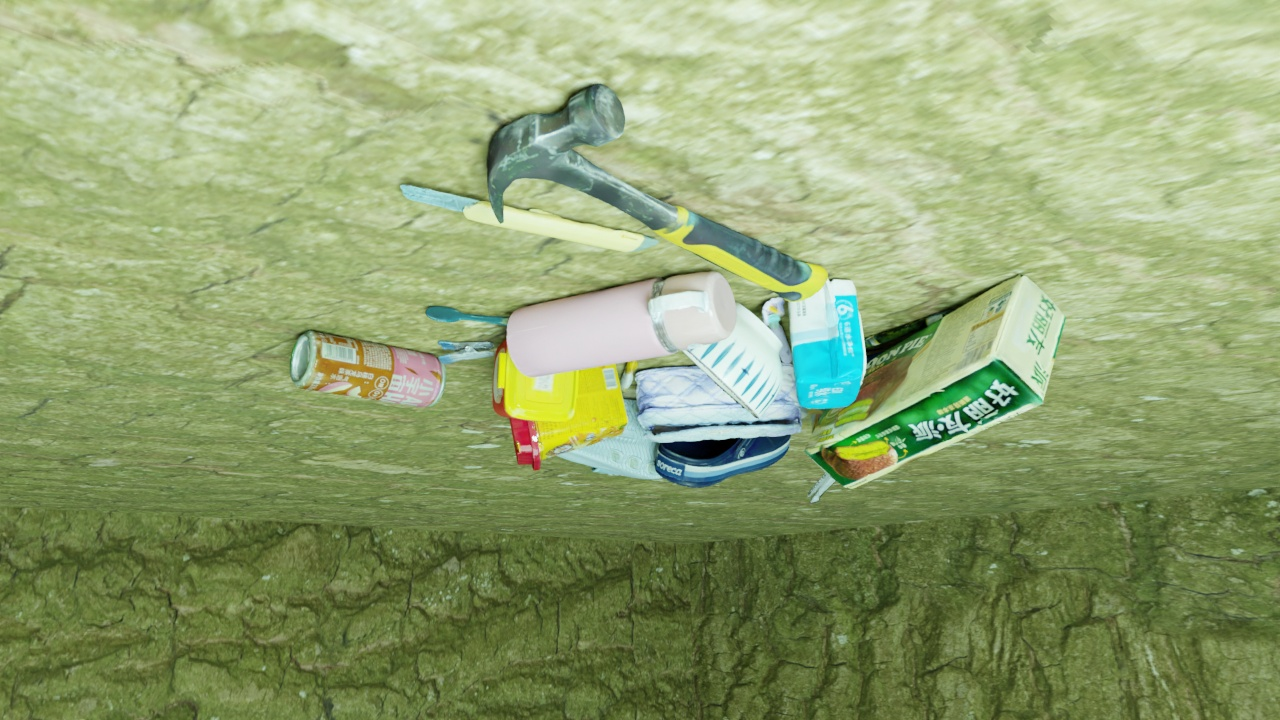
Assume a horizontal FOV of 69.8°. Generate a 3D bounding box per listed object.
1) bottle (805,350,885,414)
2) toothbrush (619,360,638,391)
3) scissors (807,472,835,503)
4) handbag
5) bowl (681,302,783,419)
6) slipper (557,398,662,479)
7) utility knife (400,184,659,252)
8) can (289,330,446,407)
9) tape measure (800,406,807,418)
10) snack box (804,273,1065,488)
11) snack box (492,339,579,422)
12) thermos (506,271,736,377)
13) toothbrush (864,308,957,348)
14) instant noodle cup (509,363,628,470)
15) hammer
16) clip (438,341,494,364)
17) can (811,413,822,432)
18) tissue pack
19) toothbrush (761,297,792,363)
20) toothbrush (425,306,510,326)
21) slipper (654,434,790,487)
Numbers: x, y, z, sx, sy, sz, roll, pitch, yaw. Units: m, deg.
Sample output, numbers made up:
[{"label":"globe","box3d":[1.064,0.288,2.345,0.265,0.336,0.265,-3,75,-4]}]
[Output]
[{"label":"bottle","box3d":[0.267,0.019,0.968,0.065,0.065,0.219,12,157,-40]},{"label":"toothbrush","box3d":[-0.006,0.006,1.012,0.018,0.016,0.192,-6,165,-9]},{"label":"scissors","box3d":[0.268,0.087,1.040,0.015,0.206,0.196,40,-158,32]},{"label":"handbag","box3d":[0.091,0.054,1.077,0.194,0.075,0.134,-3,163,10]},{"label":"bowl","box3d":[0.085,-0.009,0.829,0.066,0.116,0.116,-47,158,0]},{"label":"slipper","box3d":[-0.051,0.098,1.185,0.245,0.104,0.074,15,155,-32]},{"label":"utility knife","box3d":[-0.073,-0.095,0.637,0.198,0.021,0.031,2,160,-36]},{"label":"can","box3d":[-0.274,0.011,0.929,0.147,0.057,0.058,13,159,-41]},{"label":"tape measure","box3d":[0.180,0.056,1.170,0.066,0.033,0.065,-8,165,32]},{"label":"snack box","box3d":[0.260,0.026,0.834,0.063,0.114,0.241,41,141,-7]},{"label":"snack box","box3d":[-0.110,0.017,0.912,0.082,0.091,0.080,7,170,-26]},{"label":"thermos","box3d":[-0.022,-0.031,0.776,0.199,0.067,0.087,-9,174,30]},{"label":"toothbrush","box3d":[0.277,-0.039,0.876,0.017,0.012,0.186,15,159,-29]},{"label":"instant noodle cup","box3d":[-0.084,0.052,1.016,0.123,0.116,0.116,-11,166,-10]},{"label":"hammer","box3d":[0.028,-0.092,0.632,0.126,0.032,0.322,-13,161,37]},{"label":"clip","box3d":[-0.177,-0.009,0.939,0.058,0.041,0.026,-5,162,-2]},{"label":"can","box3d":[0.235,0.061,1.094,0.057,0.083,0.102,-1,164,1]},{"label":"tissue pack","box3d":[0.167,-0.011,0.820,0.063,0.090,0.140,-5,164,9]},{"label":"toothbrush","box3d":[0.139,-0.024,0.907,0.021,0.029,0.189,37,177,19]},{"label":"toothbrush","box3d":[-0.107,-0.034,0.863,0.191,0.016,0.018,6,173,-22]},{"label":"slipper","box3d":[0.108,0.097,1.208,0.105,0.095,0.252,25,-157,34]}]
